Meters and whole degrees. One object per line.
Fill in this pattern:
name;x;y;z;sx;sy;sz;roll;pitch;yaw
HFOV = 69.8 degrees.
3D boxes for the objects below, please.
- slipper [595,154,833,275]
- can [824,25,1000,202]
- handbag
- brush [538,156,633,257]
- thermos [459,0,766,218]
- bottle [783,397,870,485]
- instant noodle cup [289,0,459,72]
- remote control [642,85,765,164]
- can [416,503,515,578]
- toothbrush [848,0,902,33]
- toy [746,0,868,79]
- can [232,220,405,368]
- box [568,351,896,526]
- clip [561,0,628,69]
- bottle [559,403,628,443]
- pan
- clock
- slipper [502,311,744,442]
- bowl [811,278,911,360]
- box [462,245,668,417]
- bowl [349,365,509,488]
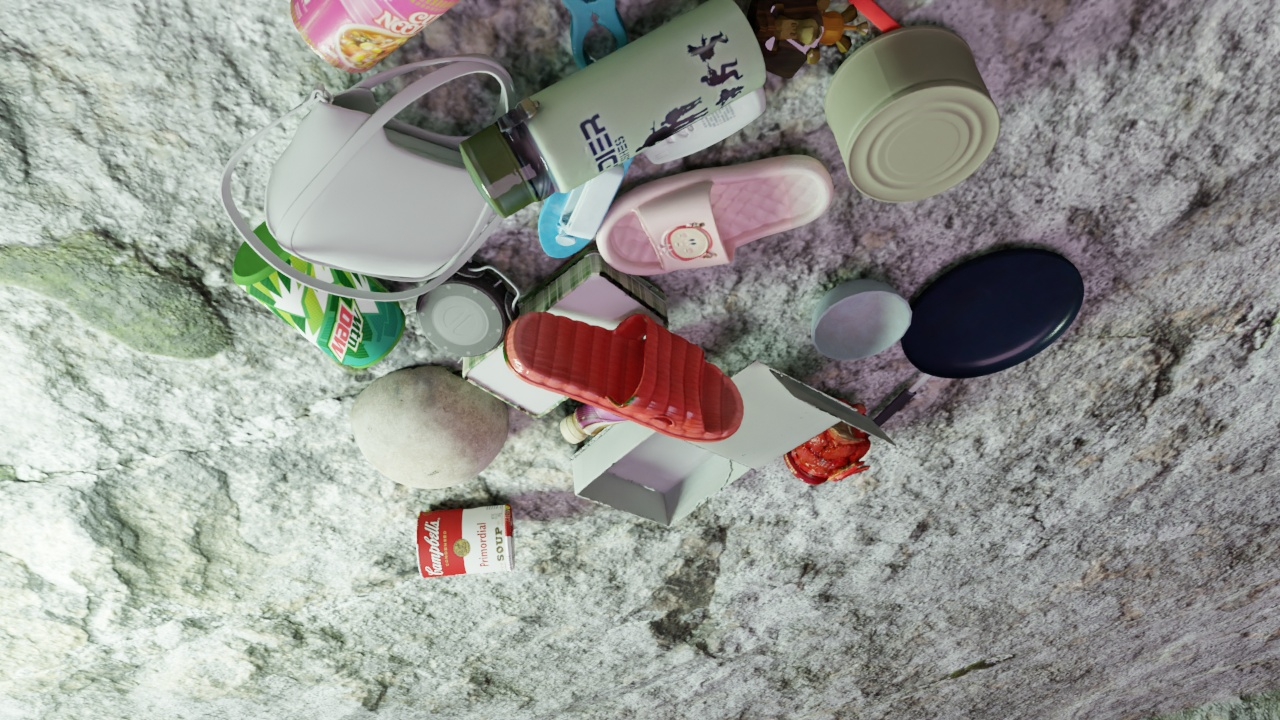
slipper;0.069;-0.128;0.845;0.222;0.055;0.107;-16;141;7
can;0.224;-0.201;0.762;0.128;0.073;0.128;-5;145;-4
handbag;-0.186;-0.153;0.717;0.215;0.095;0.223;9;140;-46
brush;-0.053;-0.137;0.797;0.055;0.075;0.136;11;135;-21
thermos;-0.024;-0.190;0.692;0.231;0.082;0.082;-28;138;-1
bottle;0.234;0.102;1.110;0.099;0.098;0.111;10;141;-21
instant noodle cup;-0.180;-0.257;0.627;0.109;0.097;0.097;-29;136;33
remote control;0.048;-0.207;0.768;0.114;0.028;0.060;-23;137;16
can;-0.224;0.233;1.187;0.116;0.086;0.087;-4;139;-5
toothbrush;0.159;-0.285;0.706;0.212;0.017;0.012;25;129;-33
toy;0.130;-0.256;0.705;0.100;0.062;0.076;-3;120;-15
can;-0.288;-0.061;0.836;0.083;0.083;0.144;-23;138;16
box;0.091;0.088;1.066;0.166;0.098;0.370;24;136;-33
clip;-0.027;-0.268;0.689;0.102;0.027;0.120;-8;139;2
bottle;-0.022;0.042;1.023;0.166;0.059;0.059;-33;134;27
pan;0.350;-0.001;1.066;0.198;0.021;0.358;14;134;-25
clock;-0.165;-0.053;0.888;0.123;0.043;0.091;-37;113;26
slipper;-0.005;0.005;0.875;0.248;0.103;0.059;19;146;-16
bowl;0.230;-0.049;0.976;0.106;0.039;0.106;-5;139;-4
box;-0.079;-0.026;0.942;0.206;0.050;0.117;-37;129;28
bowl;-0.236;0.093;1.029;0.178;0.081;0.179;-4;140;-3
